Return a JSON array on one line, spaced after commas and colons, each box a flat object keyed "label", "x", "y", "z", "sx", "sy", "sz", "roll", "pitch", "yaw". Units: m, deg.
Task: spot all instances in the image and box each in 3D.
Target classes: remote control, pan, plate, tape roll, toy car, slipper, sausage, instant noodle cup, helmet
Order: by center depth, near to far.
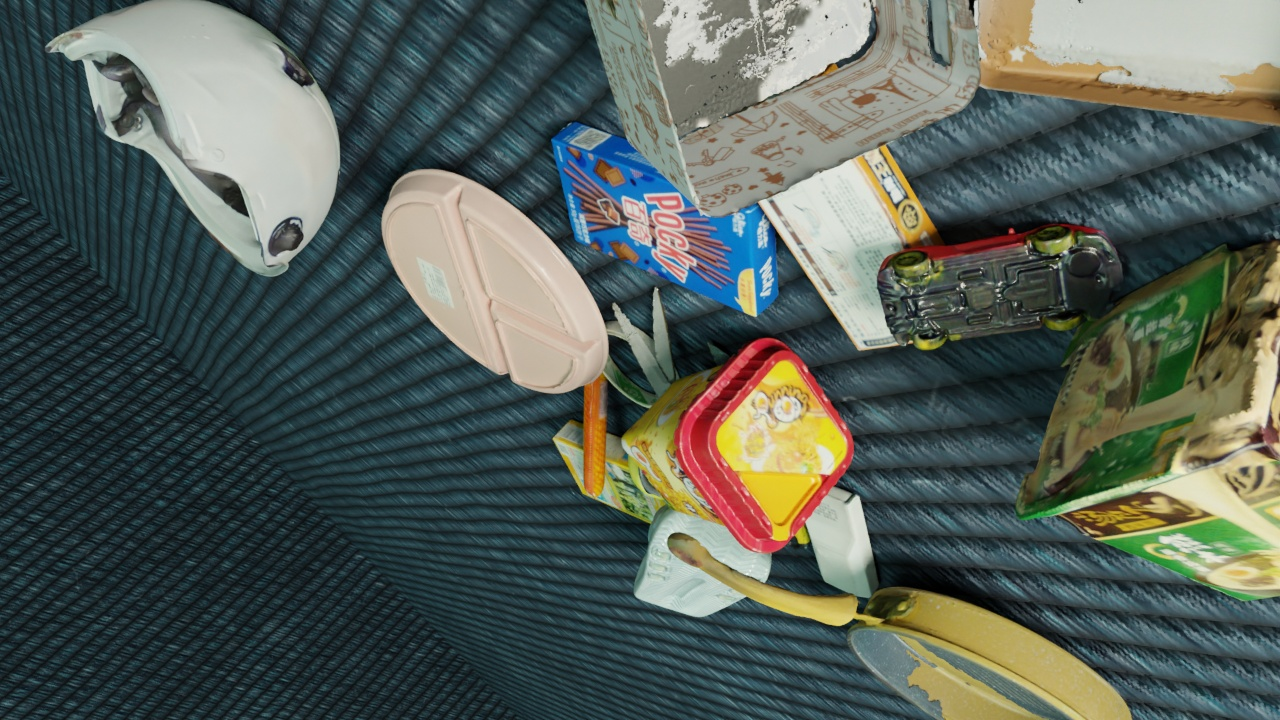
[{"label": "toy car", "x": 0.167, "y": -0.036, "z": 0.432, "sx": 0.106, "sy": 0.031, "sz": 0.049, "roll": -8, "pitch": 122, "yaw": 27}, {"label": "instant noodle cup", "x": 0.060, "y": 0.057, "z": 0.633, "sx": 0.116, "sy": 0.115, "sz": 0.124, "roll": 53, "pitch": 153, "yaw": -17}, {"label": "pan", "x": 0.176, "y": 0.200, "z": 0.647, "sx": 0.357, "sy": 0.078, "sz": 0.198, "roll": 37, "pitch": 157, "yaw": -8}, {"label": "remote control", "x": 0.154, "y": 0.140, "z": 0.717, "sx": 0.049, "sy": 0.024, "sz": 0.125, "roll": 18, "pitch": 142, "yaw": 40}, {"label": "tape roll", "x": -0.004, "y": 0.004, "z": 0.754, "sx": 0.086, "sy": 0.013, "sz": 0.086, "roll": 33, "pitch": 150, "yaw": 22}, {"label": "plate", "x": -0.127, "y": -0.055, "z": 0.759, "sx": 0.229, "sy": 0.028, "sz": 0.230, "roll": 29, "pitch": 150, "yaw": 19}, {"label": "helmet", "x": -0.352, "y": -0.203, "z": 0.796, "sx": 0.229, "sy": 0.145, "sz": 0.259, "roll": 35, "pitch": 159, "yaw": 20}, {"label": "slipper", "x": 0.052, "y": 0.173, "z": 0.828, "sx": 0.104, "sy": 0.074, "sz": 0.246, "roll": 18, "pitch": 150, "yaw": -2}, {"label": "sausage", "x": -0.042, "y": 0.064, "z": 0.836, "sx": 0.021, "sy": 0.021, "sz": 0.165, "roll": 27, "pitch": 130, "yaw": 30}]

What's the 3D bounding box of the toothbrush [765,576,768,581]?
[{"label": "toothbrush", "x": 0.104, "y": 0.148, "z": 0.812, "sx": 0.014, "sy": 0.016, "sz": 0.189, "roll": 39, "pitch": 157, "yaw": 37}]

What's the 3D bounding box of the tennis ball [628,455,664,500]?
[{"label": "tennis ball", "x": 0.022, "y": 0.085, "z": 0.773, "sx": 0.065, "sy": 0.065, "sz": 0.066, "roll": 33, "pitch": 150, "yaw": 21}]

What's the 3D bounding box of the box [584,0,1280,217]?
[{"label": "box", "x": 0.098, "y": -0.160, "z": 0.311, "sx": 0.270, "sy": 0.135, "sz": 0.180, "roll": -5, "pitch": 132, "yaw": 17}]

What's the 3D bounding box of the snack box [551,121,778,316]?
[{"label": "snack box", "x": 0.014, "y": -0.091, "z": 0.584, "sx": 0.157, "sy": 0.026, "sz": 0.085, "roll": 26, "pitch": 147, "yaw": 31}]

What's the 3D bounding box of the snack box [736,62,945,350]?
[{"label": "snack box", "x": 0.109, "y": -0.073, "z": 0.483, "sx": 0.154, "sy": 0.026, "sz": 0.075, "roll": 53, "pitch": 151, "yaw": -16}]

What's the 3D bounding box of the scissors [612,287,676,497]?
[{"label": "scissors", "x": 0.020, "y": 0.033, "z": 0.704, "sx": 0.164, "sy": 0.164, "sz": 0.014, "roll": 25, "pitch": -163, "yaw": -22}]

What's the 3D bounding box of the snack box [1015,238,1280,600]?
[{"label": "snack box", "x": 0.243, "y": 0.035, "z": 0.374, "sx": 0.105, "sy": 0.118, "sz": 0.118, "roll": 35, "pitch": 152, "yaw": -4}]

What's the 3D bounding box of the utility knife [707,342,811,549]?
[{"label": "utility knife", "x": 0.093, "y": 0.074, "z": 0.718, "sx": 0.033, "sy": 0.015, "sz": 0.223, "roll": 10, "pitch": 136, "yaw": 44}]

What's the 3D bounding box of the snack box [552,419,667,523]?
[{"label": "snack box", "x": -0.017, "y": 0.114, "z": 0.902, "sx": 0.141, "sy": 0.033, "sz": 0.087, "roll": 18, "pitch": 142, "yaw": 43}]
